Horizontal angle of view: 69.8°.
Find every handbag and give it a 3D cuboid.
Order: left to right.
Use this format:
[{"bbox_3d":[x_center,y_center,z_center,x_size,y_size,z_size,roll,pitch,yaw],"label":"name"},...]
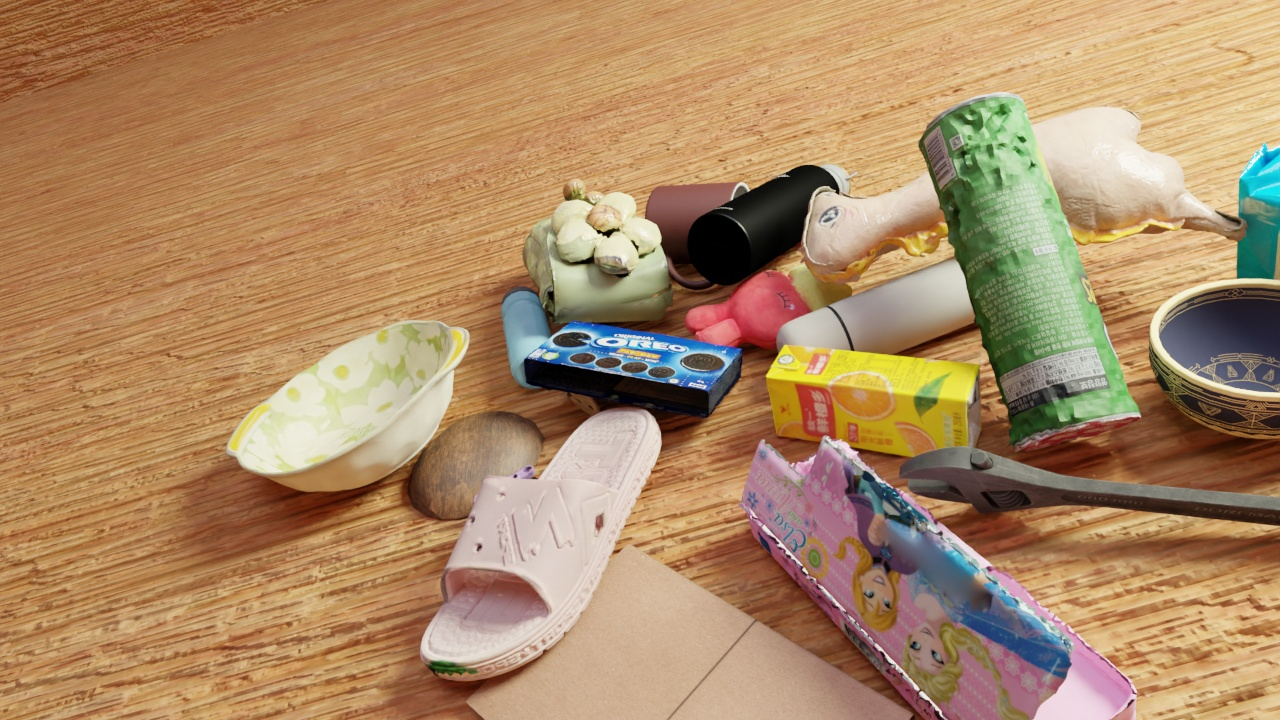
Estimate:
[{"bbox_3d":[-0.047,-0.102,0.820,0.113,0.117,0.186,-7,29,-15],"label":"handbag"}]

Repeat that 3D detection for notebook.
[{"bbox_3d":[0.019,0.191,0.501,0.209,0.008,0.141,22,51,42],"label":"notebook"}]

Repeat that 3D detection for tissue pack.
[{"bbox_3d":[0.455,-0.049,0.542,0.066,0.117,0.209,-31,37,-8],"label":"tissue pack"}]

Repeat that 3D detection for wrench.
[{"bbox_3d":[0.284,0.076,0.502,0.273,0.073,0.018,4,63,18],"label":"wrench"}]

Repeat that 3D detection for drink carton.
[{"bbox_3d":[0.156,0.027,0.618,0.135,0.059,0.042,7,40,31],"label":"drink carton"}]

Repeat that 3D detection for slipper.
[{"bbox_3d":[-0.061,0.099,0.602,0.094,0.064,0.238,-2,36,34],"label":"slipper"}]

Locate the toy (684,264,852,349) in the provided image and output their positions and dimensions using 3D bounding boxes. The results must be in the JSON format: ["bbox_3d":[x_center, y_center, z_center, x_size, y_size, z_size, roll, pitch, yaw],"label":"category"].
[{"bbox_3d":[0.103,-0.042,0.743,0.135,0.045,0.091,-18,32,5],"label":"toy"}]

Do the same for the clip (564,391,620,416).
[{"bbox_3d":[-0.036,0.021,0.738,0.043,0.025,0.061,-31,34,-19],"label":"clip"}]

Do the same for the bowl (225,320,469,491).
[{"bbox_3d":[-0.223,0.046,0.740,0.219,0.060,0.188,-20,30,12],"label":"bowl"}]

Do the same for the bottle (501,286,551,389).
[{"bbox_3d":[-0.100,-0.025,0.812,0.040,0.040,0.130,-19,36,-2],"label":"bottle"}]

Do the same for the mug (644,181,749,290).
[{"bbox_3d":[0.052,-0.112,0.845,0.083,0.073,0.105,2,66,25],"label":"mug"}]

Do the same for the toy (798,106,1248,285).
[{"bbox_3d":[0.252,-0.103,0.657,0.264,0.065,0.196,-22,45,2],"label":"toy"}]

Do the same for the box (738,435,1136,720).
[{"bbox_3d":[0.141,0.105,0.488,0.085,0.097,0.230,-28,37,-14],"label":"box"}]

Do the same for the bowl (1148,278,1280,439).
[{"bbox_3d":[0.367,0.008,0.549,0.112,0.061,0.112,-12,36,9],"label":"bowl"}]

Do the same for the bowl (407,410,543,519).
[{"bbox_3d":[-0.132,0.071,0.709,0.102,0.026,0.114,13,46,36],"label":"bowl"}]

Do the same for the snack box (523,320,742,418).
[{"bbox_3d":[-0.004,0.004,0.706,0.150,0.027,0.082,10,28,20],"label":"snack box"}]

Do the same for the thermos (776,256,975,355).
[{"bbox_3d":[0.211,-0.041,0.689,0.224,0.052,0.052,-21,36,-4],"label":"thermos"}]

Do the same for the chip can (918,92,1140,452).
[{"bbox_3d":[0.240,-0.058,0.583,0.075,0.075,0.223,-13,73,6],"label":"chip can"}]

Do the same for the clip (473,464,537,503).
[{"bbox_3d":[-0.097,0.094,0.665,0.053,0.036,0.013,-21,35,-28],"label":"clip"}]

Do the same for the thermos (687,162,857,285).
[{"bbox_3d":[0.129,-0.132,0.813,0.061,0.061,0.230,12,30,34],"label":"thermos"}]
